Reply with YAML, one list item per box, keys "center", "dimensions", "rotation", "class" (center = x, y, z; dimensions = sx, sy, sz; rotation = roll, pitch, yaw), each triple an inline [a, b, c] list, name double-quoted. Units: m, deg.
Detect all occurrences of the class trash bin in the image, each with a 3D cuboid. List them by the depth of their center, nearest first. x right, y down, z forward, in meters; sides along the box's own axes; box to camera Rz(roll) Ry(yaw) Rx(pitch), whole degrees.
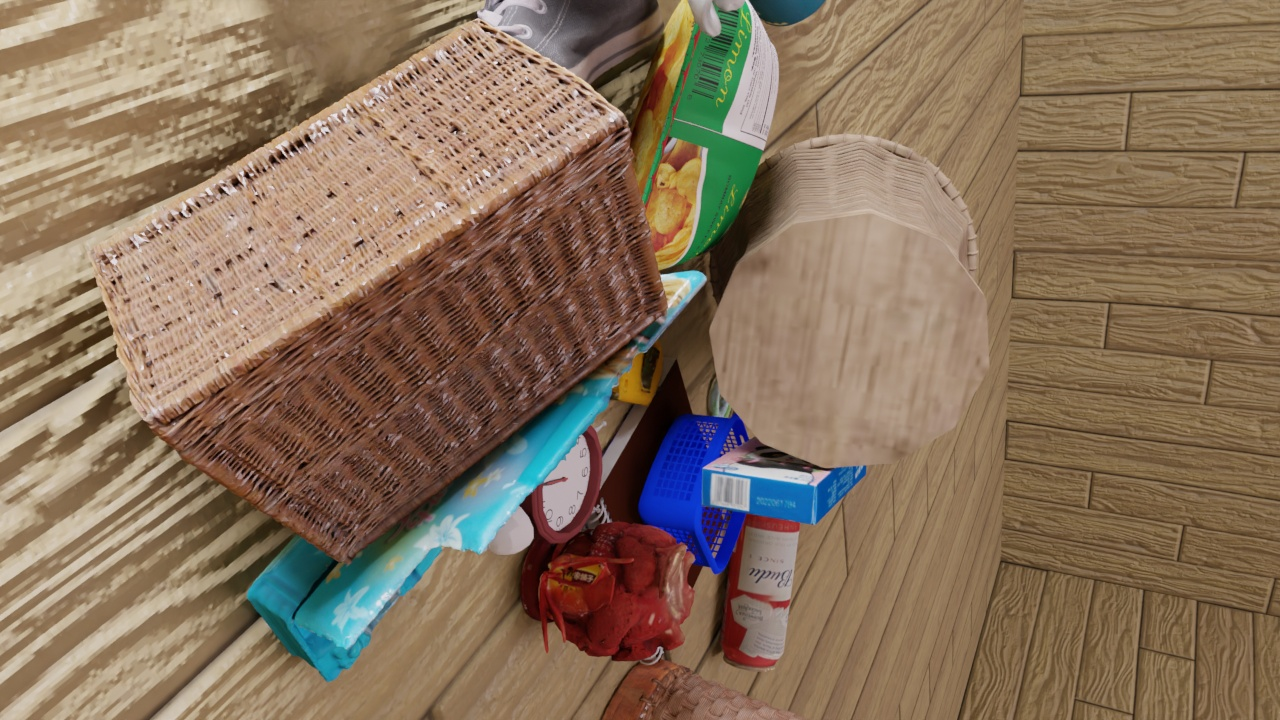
- center: [0.083, 0.347, 0.752]
  dimensions: [0.151, 0.210, 0.151]
  rotation: [-19, 112, -58]
  class: "trash bin"

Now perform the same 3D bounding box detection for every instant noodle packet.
- center: [0.041, -0.156, 0.647]
  dimensions: [0.252, 0.090, 0.196]
  rotation: [-39, 147, -74]
  class: "instant noodle packet"

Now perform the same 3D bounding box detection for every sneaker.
- center: [-0.066, -0.198, 0.482]
  dimensions: [0.234, 0.095, 0.120]
  rotation: [-49, 134, -41]
  class: "sneaker"

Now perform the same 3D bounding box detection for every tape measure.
- center: [-0.004, 0.004, 0.703]
  dimensions: [0.068, 0.030, 0.059]
  rotation: [16, 85, -62]
  class: "tape measure"

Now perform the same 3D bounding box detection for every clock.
- center: [-0.068, 0.076, 0.589]
  dimensions: [0.124, 0.044, 0.087]
  rotation: [-6, 101, -62]
  class: "clock"

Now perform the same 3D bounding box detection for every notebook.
- center: [0.015, 0.132, 0.779]
  dimensions: [0.171, 0.022, 0.209]
  rotation: [-58, 143, -40]
  class: "notebook"

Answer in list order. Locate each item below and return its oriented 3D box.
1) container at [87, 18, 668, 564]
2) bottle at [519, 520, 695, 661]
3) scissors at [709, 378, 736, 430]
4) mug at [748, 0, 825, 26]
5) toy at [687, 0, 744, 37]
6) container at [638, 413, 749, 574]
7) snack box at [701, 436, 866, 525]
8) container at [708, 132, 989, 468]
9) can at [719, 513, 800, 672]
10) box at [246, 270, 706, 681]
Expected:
- center: [-0.095, -0.029, 0.372]
  dimensions: [0.198, 0.114, 0.113]
  rotation: [-37, 140, -12]
  class: "container"
- center: [-0.022, 0.154, 0.620]
  dimensions: [0.098, 0.111, 0.099]
  rotation: [-23, 117, -58]
  class: "bottle"
- center: [0.102, -0.012, 0.912]
  dimensions: [0.072, 0.033, 0.175]
  rotation: [48, 58, -50]
  class: "scissors"
- center: [0.103, -0.355, 0.776]
  dimensions: [0.104, 0.085, 0.112]
  rotation: [7, 62, -56]
  class: "mug"
- center: [-0.015, -0.244, 0.429]
  dimensions: [0.205, 0.106, 0.130]
  rotation: [62, 24, -10]
  class: "toy"
- center: [0.046, 0.104, 0.745]
  dimensions: [0.114, 0.058, 0.096]
  rotation: [-65, 147, -35]
  class: "container"
- center: [0.117, 0.087, 0.716]
  dimensions: [0.153, 0.088, 0.033]
  rotation: [-16, 109, -62]
  class: "snack box"
- center: [0.157, -0.047, 0.713]
  dimensions: [0.195, 0.227, 0.227]
  rotation: [-66, 152, -65]
  class: "container"
- center: [0.123, 0.228, 0.945]
  dimensions: [0.067, 0.067, 0.170]
  rotation: [7, 91, -61]
  class: "can"
- center: [-0.083, 0.041, 0.443]
  dimensions: [0.074, 0.181, 0.226]
  rotation: [42, 59, -6]
  class: "box"
